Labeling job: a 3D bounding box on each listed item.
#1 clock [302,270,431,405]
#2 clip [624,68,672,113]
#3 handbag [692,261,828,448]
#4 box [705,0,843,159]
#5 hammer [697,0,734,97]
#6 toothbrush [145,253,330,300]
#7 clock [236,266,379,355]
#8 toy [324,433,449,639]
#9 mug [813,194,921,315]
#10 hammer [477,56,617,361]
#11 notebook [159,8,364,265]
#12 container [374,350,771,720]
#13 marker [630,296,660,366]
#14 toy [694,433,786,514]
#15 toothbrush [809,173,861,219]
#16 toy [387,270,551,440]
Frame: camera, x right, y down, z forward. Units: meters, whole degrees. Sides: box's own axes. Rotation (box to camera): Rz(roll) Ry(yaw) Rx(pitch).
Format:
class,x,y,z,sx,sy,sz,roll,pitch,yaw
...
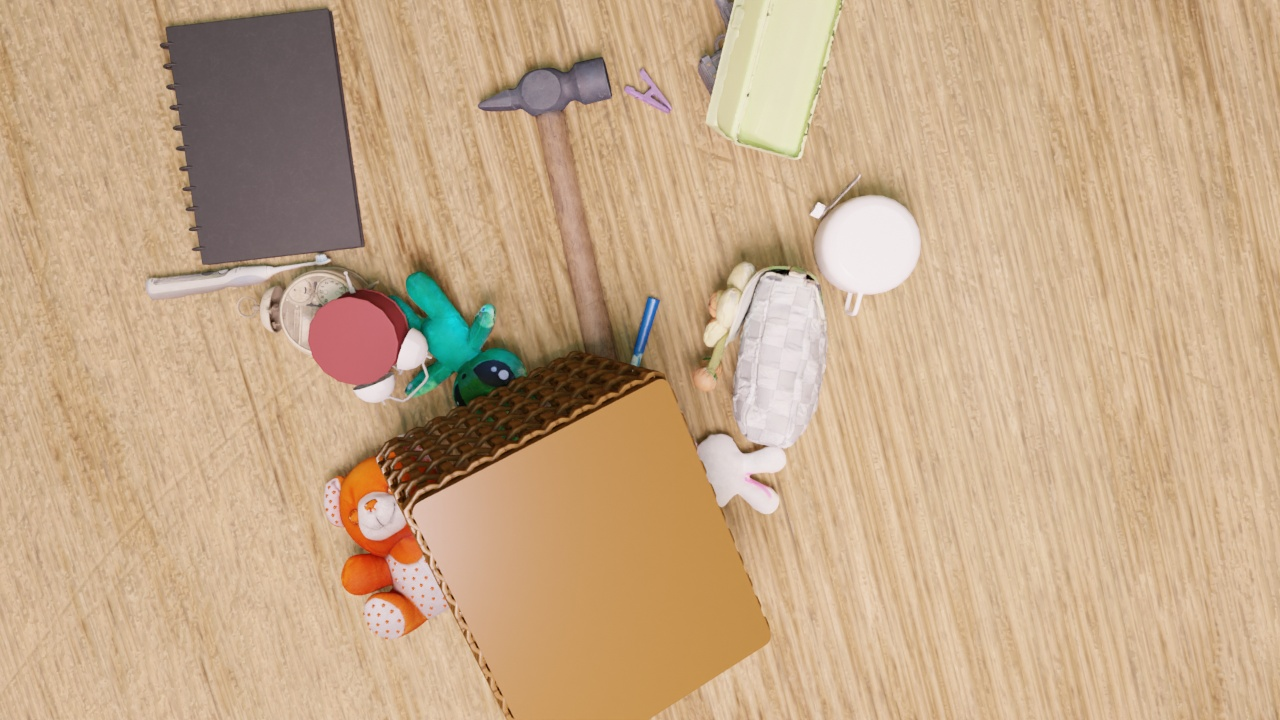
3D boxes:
class,x,y,z,sx,sy,sz,roll,pitch,yaw
clock,-0.255,-0.015,0.859,0.087,0.044,0.124,-43,100,13
clip,0.005,-0.260,0.900,0.045,0.014,0.050,-22,92,3
handbag,0.115,-0.006,0.875,0.123,0.112,0.171,8,96,9
box,0.117,-0.287,0.828,0.133,0.061,0.188,8,98,-39
hammer,0.045,-0.402,0.870,0.098,0.044,0.322,-29,94,3
toothbrush,-0.399,-0.084,0.916,0.185,0.022,0.024,-8,113,3
clock,-0.327,-0.048,0.902,0.141,0.054,0.093,4,96,-2
toy,-0.227,0.168,0.902,0.164,0.093,0.172,-34,92,3
mug,0.214,-0.100,0.883,0.094,0.068,0.115,11,95,0
hammer,-0.066,-0.123,0.903,0.129,0.040,0.322,-11,96,6
notebook,-0.373,-0.218,0.905,0.169,0.019,0.231,-7,95,0
container,-0.065,0.155,0.789,0.219,0.214,0.251,-27,104,-17
marker,-0.005,0.005,0.924,0.013,0.013,0.142,16,95,-1
toy,0.080,0.111,0.920,0.125,0.037,0.076,7,99,2
toothbrush,0.173,-0.147,0.823,0.010,0.181,0.010,24,89,1
toy,-0.169,-0.003,0.900,0.131,0.072,0.193,-39,98,22
